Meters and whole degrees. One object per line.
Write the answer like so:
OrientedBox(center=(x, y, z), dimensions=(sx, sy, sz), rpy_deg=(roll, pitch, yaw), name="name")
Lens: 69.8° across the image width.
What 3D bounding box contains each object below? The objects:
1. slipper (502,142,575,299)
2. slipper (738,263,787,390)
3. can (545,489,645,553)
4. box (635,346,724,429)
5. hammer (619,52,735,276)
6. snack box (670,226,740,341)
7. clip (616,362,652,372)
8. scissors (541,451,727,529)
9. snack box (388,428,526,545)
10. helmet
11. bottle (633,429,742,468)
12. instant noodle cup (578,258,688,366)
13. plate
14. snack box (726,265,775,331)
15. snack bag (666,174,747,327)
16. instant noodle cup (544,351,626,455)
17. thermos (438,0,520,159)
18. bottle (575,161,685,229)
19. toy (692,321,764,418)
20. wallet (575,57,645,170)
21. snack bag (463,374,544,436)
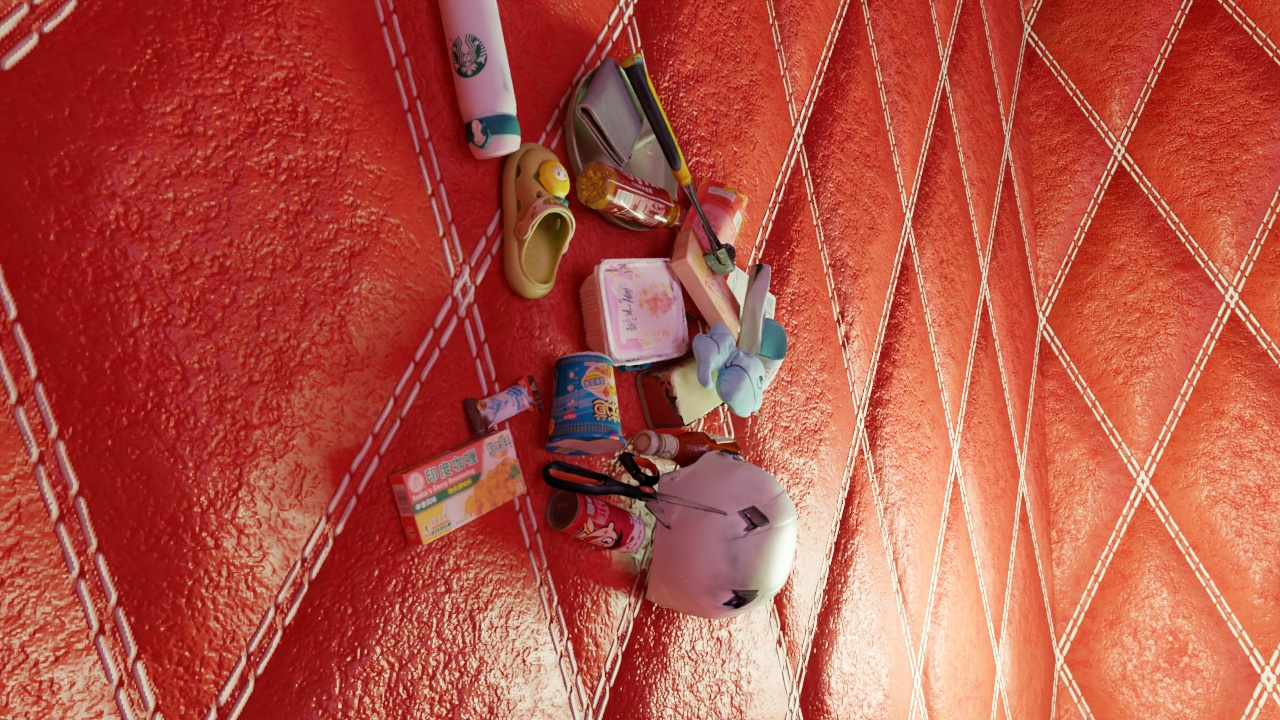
OrientedBox(center=(-0.112, -0.168, 1.096), dimensions=(0.091, 0.082, 0.190), rpy_deg=(14, 76, -52), name="slipper")
OrientedBox(center=(0.188, -0.036, 1.393), dimensions=(0.103, 0.074, 0.246), rpy_deg=(-73, 166, -51), name="slipper")
OrientedBox(center=(-0.053, 0.199, 1.130), dimensions=(0.132, 0.053, 0.053), rpy_deg=(31, 61, -45), name="can")
OrientedBox(center=(0.077, 0.031, 1.300), dimensions=(0.167, 0.078, 0.091), rpy_deg=(-26, 105, -51), name="box")
OrientedBox(center=(0.055, -0.262, 1.250), dimensions=(0.323, 0.032, 0.126), rpy_deg=(63, 14, -16), name="hammer")
OrientedBox(center=(0.095, -0.105, 1.304), dimensions=(0.157, 0.026, 0.084), rpy_deg=(55, 29, -31), name="snack box")
OrientedBox(center=(-0.009, 0.007, 1.243), dimensions=(0.056, 0.046, 0.014), rpy_deg=(-10, 93, -51), name="clip")
OrientedBox(center=(-0.010, 0.151, 1.107), dimensions=(0.220, 0.230, 0.022), rpy_deg=(10, 102, -16), name="scissors")
OrientedBox(center=(-0.193, 0.133, 0.987), dimensions=(0.155, 0.027, 0.077), rpy_deg=(-23, 101, -51), name="snack box")
OrientedBox(center=(0.131, 0.243, 1.235), dimensions=(0.258, 0.146, 0.229), rpy_deg=(3, 98, -49), name="helmet")
OrientedBox(center=(0.068, 0.127, 1.289), dimensions=(0.205, 0.060, 0.059), rpy_deg=(16, 72, -49), name="bottle")
OrientedBox(center=(-0.013, -0.063, 1.217), dimensions=(0.173, 0.060, 0.138), rpy_deg=(-9, 91, -50), name="instant noodle cup")
OrientedBox(center=(-0.024, -0.291, 1.266), dimensions=(0.229, 0.028, 0.230), rpy_deg=(12, 74, -49), name="plate")
OrientedBox(center=(0.165, -0.091, 1.469), dimensions=(0.156, 0.027, 0.084), rpy_deg=(29, 63, -45), name="snack box")
OrientedBox(center=(0.098, -0.165, 1.374), dimensions=(0.128, 0.073, 0.207), rpy_deg=(37, 64, -37), name="snack bag")
OrientedBox(center=(-0.067, 0.052, 1.111), dimensions=(0.099, 0.099, 0.109), rpy_deg=(20, 60, -48), name="instant noodle cup")
OrientedBox(center=(-0.185, -0.342, 1.041), dimensions=(0.073, 0.073, 0.224), rpy_deg=(-16, 97, -51), name="thermos")
OrientedBox(center=(-0.007, -0.210, 1.205), dimensions=(0.174, 0.058, 0.057), rpy_deg=(11, 75, -50), name="bottle")
OrientedBox(center=(0.129, 0.019, 1.280), dimensions=(0.161, 0.050, 0.156), rpy_deg=(-35, 110, -50), name="toy")
OrientedBox(center=(-0.037, -0.320, 1.200), dimensions=(0.106, 0.037, 0.129), rpy_deg=(55, 35, -32), name="wallet")
OrientedBox(center=(-0.155, 0.051, 1.049), dimensions=(0.104, 0.026, 0.048), rpy_deg=(-20, 88, -51), name="snack bag")
